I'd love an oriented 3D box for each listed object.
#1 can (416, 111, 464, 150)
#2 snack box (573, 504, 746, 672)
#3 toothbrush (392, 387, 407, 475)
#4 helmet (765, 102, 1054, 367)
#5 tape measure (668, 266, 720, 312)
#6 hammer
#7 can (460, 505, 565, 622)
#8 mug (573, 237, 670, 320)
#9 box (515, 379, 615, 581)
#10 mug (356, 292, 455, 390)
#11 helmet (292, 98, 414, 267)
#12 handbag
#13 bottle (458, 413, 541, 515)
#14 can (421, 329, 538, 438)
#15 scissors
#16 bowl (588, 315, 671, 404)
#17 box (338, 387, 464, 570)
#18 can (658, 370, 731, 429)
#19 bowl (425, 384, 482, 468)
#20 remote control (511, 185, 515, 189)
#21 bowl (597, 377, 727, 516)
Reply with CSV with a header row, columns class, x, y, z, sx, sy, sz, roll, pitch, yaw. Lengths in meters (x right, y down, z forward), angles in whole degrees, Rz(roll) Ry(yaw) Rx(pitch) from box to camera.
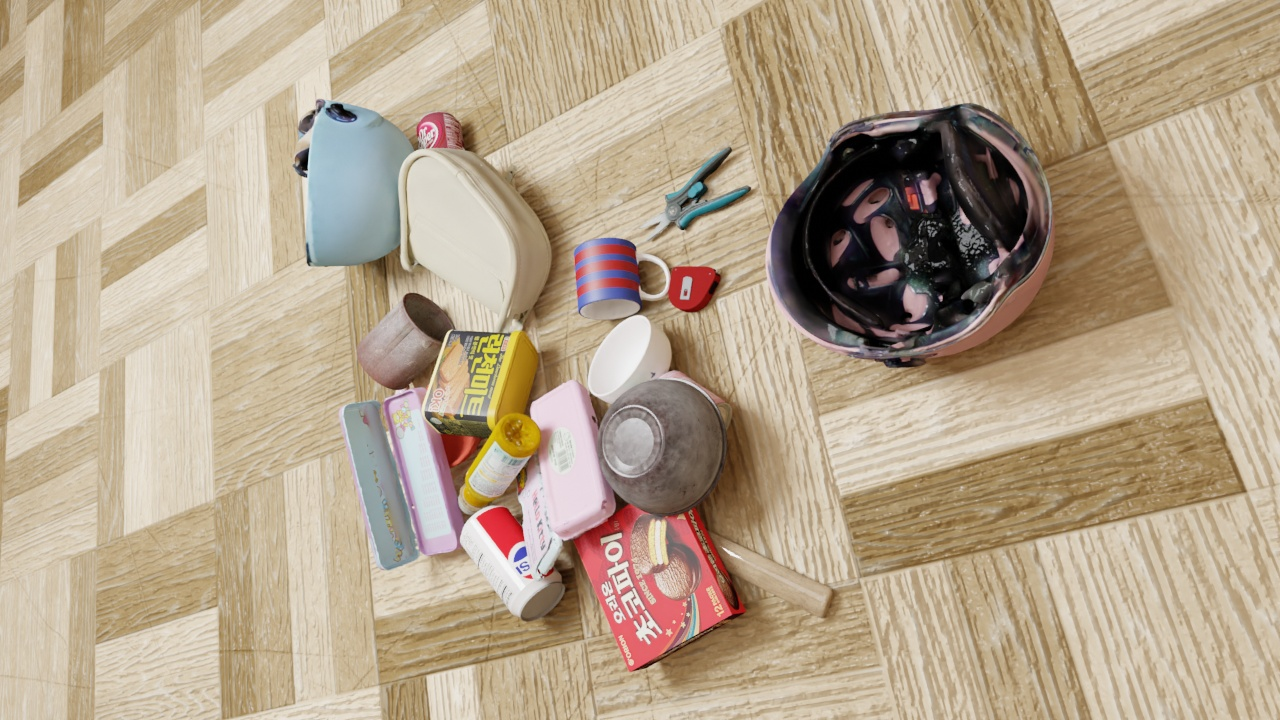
class,x,y,z,sx,sy,sz,roll,pitch,yaw
can,-0.277,-0.286,1.284,0.063,0.063,0.114,-21,68,27
snack box,0.017,0.227,0.970,0.133,0.035,0.152,-36,65,20
toothbrush,-0.333,0.093,1.264,0.022,0.016,0.135,-7,73,30
helmet,0.253,-0.106,0.854,0.256,0.152,0.229,-25,70,27
tape measure,0.060,-0.082,1.050,0.059,0.019,0.051,4,81,33
hammer,0.056,0.191,0.993,0.331,0.030,0.119,20,91,31
can,-0.152,0.237,1.081,0.132,0.070,0.070,44,103,32
mug,-0.020,-0.098,1.081,0.112,0.075,0.076,-7,74,5
box,-0.102,0.130,1.045,0.156,0.059,0.201,-42,40,22
mug,-0.317,-0.033,1.247,0.110,0.096,0.122,-36,26,17
helmet,-0.387,-0.238,1.253,0.265,0.166,0.226,-105,21,-60
handbag,-0.205,-0.158,1.195,0.229,0.131,0.184,36,116,23
bottle,-0.172,0.129,1.088,0.187,0.053,0.053,-52,52,48
can,-0.196,0.029,1.125,0.101,0.072,0.130,4,63,18
scissors,0.066,-0.190,1.071,0.121,0.019,0.150,30,101,30
bowl,-0.006,0.006,1.039,0.105,0.054,0.104,-39,33,31
box,-0.301,0.146,1.143,0.090,0.092,0.214,-18,85,35
can,0.050,0.056,0.997,0.076,0.067,0.067,34,98,33
bowl,-0.246,0.084,1.197,0.122,0.035,0.122,-8,75,31
remote control,-0.218,-0.184,1.255,0.050,0.011,0.136,29,95,34
bowl,0.009,0.086,0.936,0.145,0.067,0.145,-6,79,32
